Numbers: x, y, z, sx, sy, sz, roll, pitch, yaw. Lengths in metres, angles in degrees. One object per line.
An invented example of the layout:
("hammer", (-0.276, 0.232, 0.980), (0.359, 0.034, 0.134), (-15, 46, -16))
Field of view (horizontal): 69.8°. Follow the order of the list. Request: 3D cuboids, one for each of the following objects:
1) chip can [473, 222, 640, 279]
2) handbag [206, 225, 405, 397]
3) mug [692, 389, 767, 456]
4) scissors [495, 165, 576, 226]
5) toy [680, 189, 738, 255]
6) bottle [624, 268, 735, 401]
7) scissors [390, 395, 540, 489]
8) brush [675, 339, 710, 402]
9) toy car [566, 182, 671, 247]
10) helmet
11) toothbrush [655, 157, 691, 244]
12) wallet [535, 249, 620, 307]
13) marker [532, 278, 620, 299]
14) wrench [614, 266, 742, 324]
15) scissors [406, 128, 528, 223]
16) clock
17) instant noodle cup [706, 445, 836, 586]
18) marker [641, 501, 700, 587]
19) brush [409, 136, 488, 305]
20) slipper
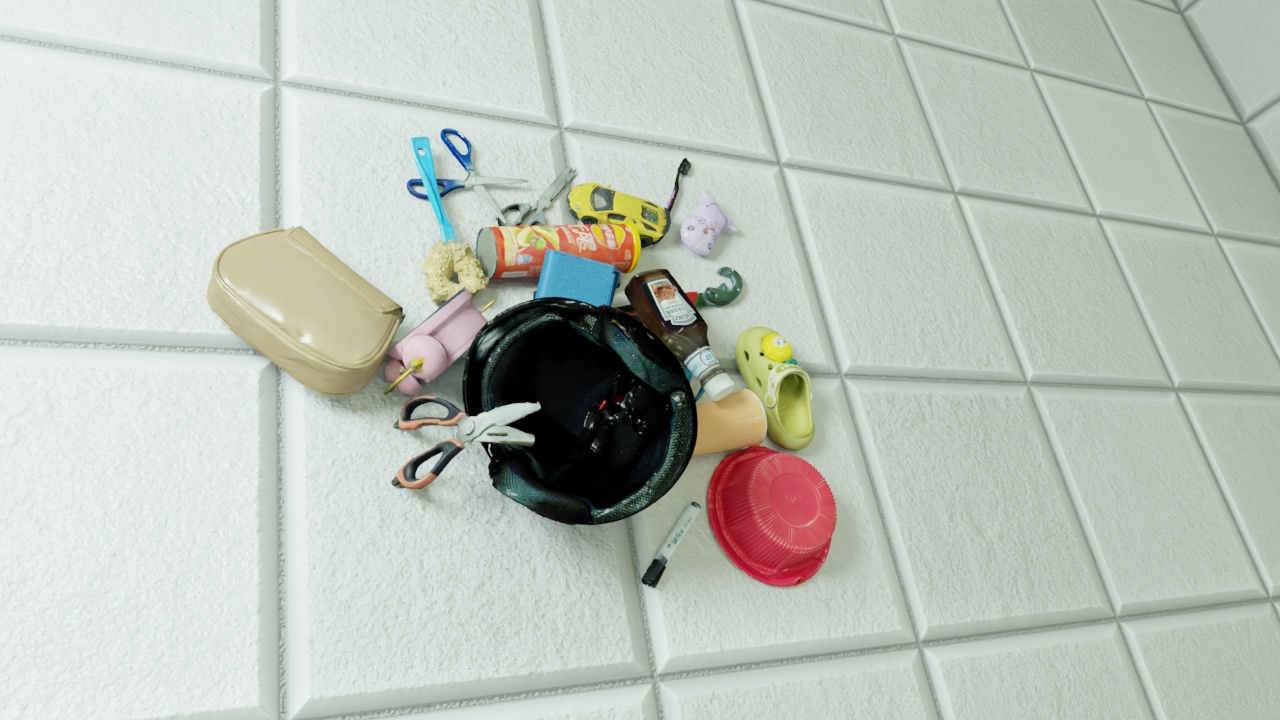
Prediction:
("chip can", (-0.108, -0.147, 1.230), (0.216, 0.073, 0.073), (-7, 67, -30))
("handbag", (-0.372, -0.055, 1.027), (0.204, 0.100, 0.147), (39, 45, -3))
("mug", (0.094, 0.086, 1.204), (0.122, 0.078, 0.078), (-11, 69, -27))
("scissors", (-0.130, -0.218, 1.296), (0.174, 0.014, 0.136), (-14, 69, -34))
("toy", (0.099, -0.199, 1.387), (0.084, 0.039, 0.107), (45, 51, -12))
("bottle", (0.056, -0.034, 1.198), (0.079, 0.044, 0.195), (-15, 63, -40))
("scissors", (-0.197, 0.083, 0.985), (0.015, 0.216, 0.195), (30, 13, -48))
("brush", (0.062, 0.008, 1.240), (0.073, 0.055, 0.143), (23, 54, -13))
("toy car", (-0.031, -0.215, 1.327), (0.155, 0.041, 0.071), (17, 55, -16))
("helmet", (-0.063, 0.055, 1.045), (0.275, 0.230, 0.233), (38, 93, 14))
("toothbrush", (0.050, -0.244, 1.404), (0.017, 0.014, 0.188), (35, 52, -23))
("wallet", (-0.087, -0.068, 1.187), (0.106, 0.040, 0.133), (14, 89, -20))
("marker", (-0.086, -0.097, 1.245), (0.131, 0.020, 0.022), (-15, 55, -34))
("wrench", (0.046, -0.082, 1.307), (0.272, 0.016, 0.056), (-20, 74, -34))
("scissors", (-0.238, -0.248, 1.248), (0.162, 0.012, 0.173), (-27, 74, -33))
("clock", (-0.240, -0.016, 1.061), (0.060, 0.117, 0.158), (50, 50, -9))
("instant noodle cup", (0.184, 0.192, 1.196), (0.193, 0.066, 0.193), (12, 58, -20))
("marker", (0.040, 0.226, 1.131), (0.022, 0.018, 0.130), (46, 53, -9))
("brush", (-0.258, -0.180, 1.182), (0.083, 0.046, 0.254), (-10, 69, -24))
("slipper", (0.204, 0.030, 1.288), (0.091, 0.082, 0.190), (-6, 69, -33))
